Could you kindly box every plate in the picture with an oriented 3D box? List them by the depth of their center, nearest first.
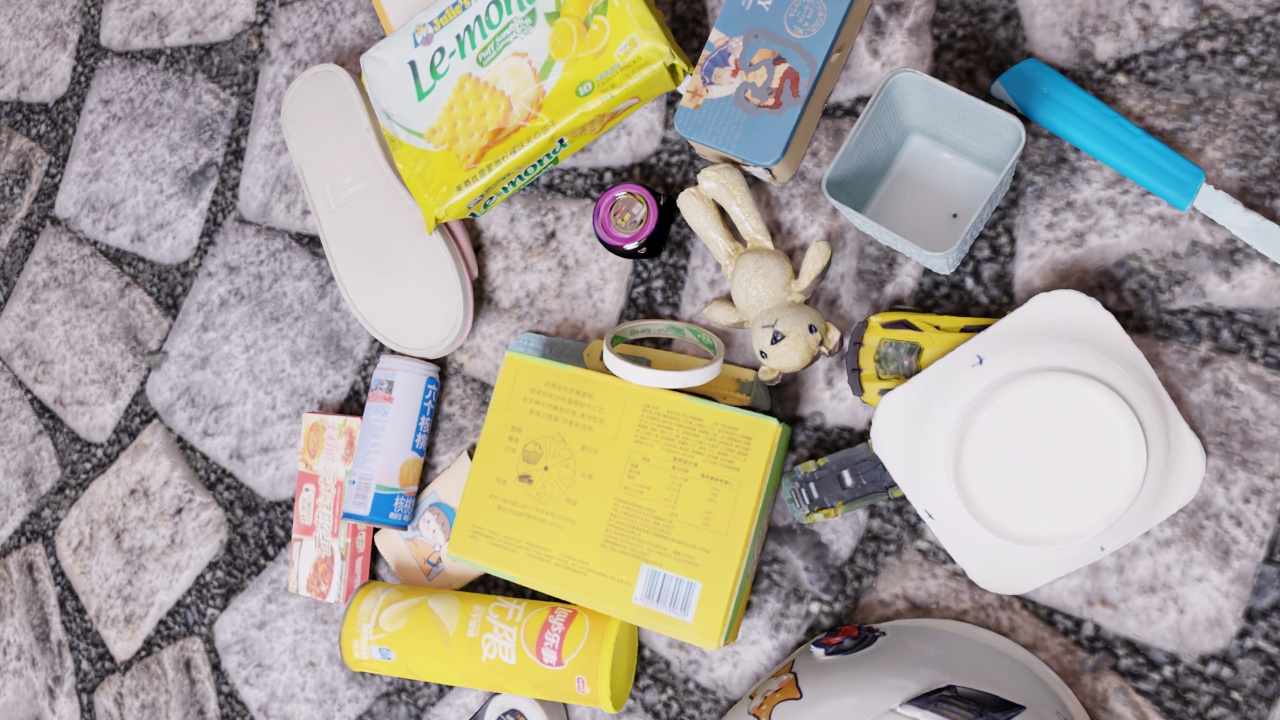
[{"bbox_3d":[0.244,0.057,0.558,0.164,0.034,0.163,-37,94,14],"label":"plate"}]

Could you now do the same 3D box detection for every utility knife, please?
[{"bbox_3d":[0.319,-0.123,0.575,0.218,0.018,0.034,43,99,20],"label":"utility knife"},{"bbox_3d":[-0.004,0.004,0.695,0.216,0.022,0.031,11,84,26],"label":"utility knife"}]

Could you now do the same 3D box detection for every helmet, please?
[{"bbox_3d":[0.141,0.284,0.540,0.274,0.156,0.230,-31,76,16],"label":"helmet"}]

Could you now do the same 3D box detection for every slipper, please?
[{"bbox_3d":[-0.214,-0.123,0.760,0.114,0.054,0.274,-33,78,16],"label":"slipper"}]

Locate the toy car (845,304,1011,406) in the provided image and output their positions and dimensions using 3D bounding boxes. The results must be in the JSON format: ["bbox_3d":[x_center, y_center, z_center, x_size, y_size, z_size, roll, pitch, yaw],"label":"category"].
[{"bbox_3d":[0.214,0.002,0.595,0.156,0.041,0.071,5,89,19],"label":"toy car"}]

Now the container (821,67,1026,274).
[{"bbox_3d":[0.179,-0.112,0.578,0.090,0.111,0.090,34,98,19],"label":"container"}]

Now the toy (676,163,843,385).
[{"bbox_3d":[0.079,-0.062,0.637,0.105,0.066,0.157,-31,83,22],"label":"toy"}]

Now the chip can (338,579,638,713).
[{"bbox_3d":[-0.112,0.207,0.678,0.214,0.072,0.072,3,87,16],"label":"chip can"}]

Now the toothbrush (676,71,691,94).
[{"bbox_3d":[-0.016,-0.258,0.714,0.016,0.016,0.180,-45,71,0],"label":"toothbrush"}]

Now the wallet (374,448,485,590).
[{"bbox_3d":[-0.154,0.140,0.736,0.115,0.024,0.087,-42,69,13],"label":"wallet"}]

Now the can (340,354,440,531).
[{"bbox_3d":[-0.197,0.066,0.731,0.053,0.053,0.134,5,78,21],"label":"can"}]

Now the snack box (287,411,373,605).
[{"bbox_3d":[-0.256,0.121,0.766,0.075,0.025,0.153,3,87,33],"label":"snack box"}]

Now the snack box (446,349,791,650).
[{"bbox_3d":[-0.014,0.093,0.648,0.210,0.070,0.157,14,85,19],"label":"snack box"}]

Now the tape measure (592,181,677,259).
[{"bbox_3d":[-0.005,-0.104,0.688,0.058,0.039,0.057,17,92,16],"label":"tape measure"}]

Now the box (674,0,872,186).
[{"bbox_3d":[0.099,-0.222,0.645,0.090,0.062,0.184,23,96,20],"label":"box"}]

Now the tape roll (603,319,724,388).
[{"bbox_3d":[0.017,-0.006,0.649,0.086,0.085,0.014,15,119,21],"label":"tape roll"}]

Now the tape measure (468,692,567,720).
[{"bbox_3d":[-0.089,0.278,0.694,0.066,0.033,0.066,-46,74,14],"label":"tape measure"}]

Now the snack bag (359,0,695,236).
[{"bbox_3d":[-0.089,-0.215,0.691,0.247,0.068,0.158,-29,74,13],"label":"snack bag"}]

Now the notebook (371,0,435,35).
[{"bbox_3d":[-0.138,-0.271,0.765,0.146,0.010,0.206,-28,77,17],"label":"notebook"}]

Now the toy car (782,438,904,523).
[{"bbox_3d":[0.142,0.079,0.619,0.091,0.036,0.043,-22,77,18],"label":"toy car"}]
